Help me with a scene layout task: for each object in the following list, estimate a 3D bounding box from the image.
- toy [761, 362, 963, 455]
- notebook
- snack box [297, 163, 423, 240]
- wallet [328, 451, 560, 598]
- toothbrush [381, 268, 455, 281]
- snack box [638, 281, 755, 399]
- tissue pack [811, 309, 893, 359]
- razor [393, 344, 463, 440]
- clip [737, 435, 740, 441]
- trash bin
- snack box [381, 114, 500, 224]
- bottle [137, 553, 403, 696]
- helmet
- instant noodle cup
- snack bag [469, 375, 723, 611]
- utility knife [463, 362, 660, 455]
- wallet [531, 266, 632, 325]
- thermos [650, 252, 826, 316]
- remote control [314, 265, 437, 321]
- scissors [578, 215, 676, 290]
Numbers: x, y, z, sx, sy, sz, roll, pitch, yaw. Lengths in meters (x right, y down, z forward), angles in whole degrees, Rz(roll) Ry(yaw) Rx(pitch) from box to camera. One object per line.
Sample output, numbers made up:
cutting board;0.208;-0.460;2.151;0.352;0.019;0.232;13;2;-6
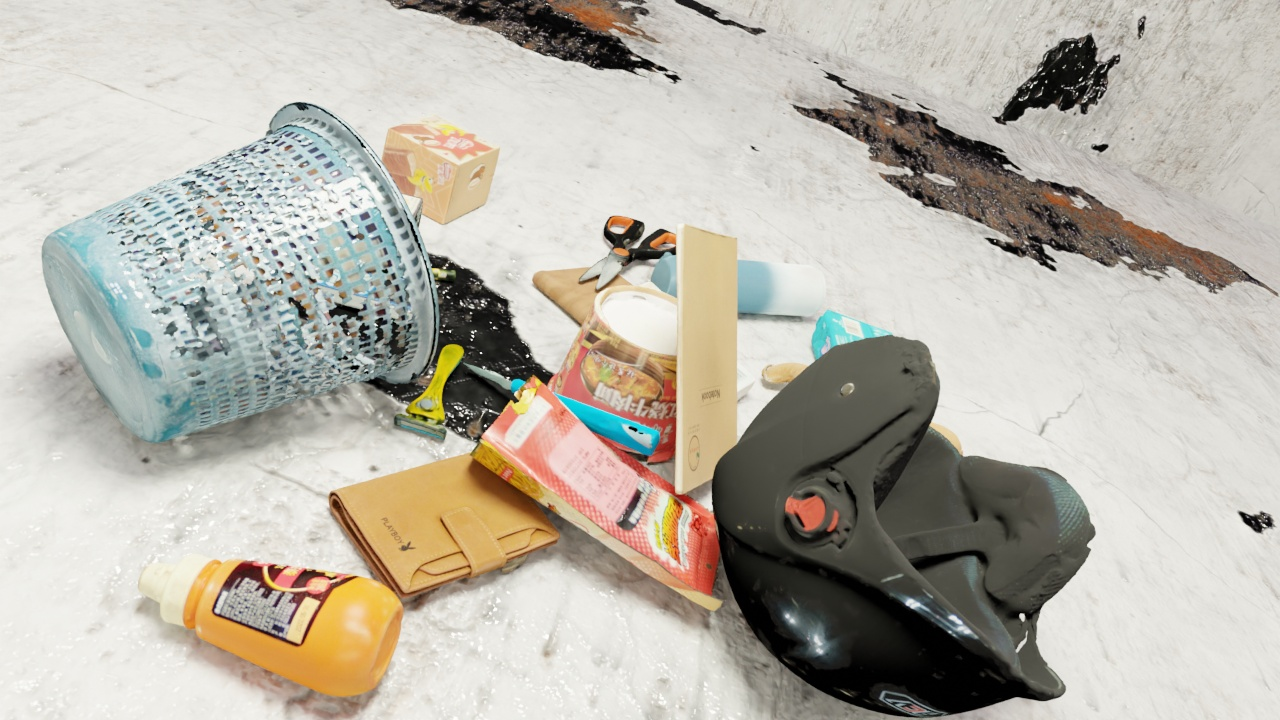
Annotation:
toy;0.202;0.060;0.896;0.226;0.083;0.143;35;31;26
notebook;0.058;-0.004;0.763;0.008;0.207;0.147;1;3;23
snack box;-0.287;-0.145;0.911;0.125;0.053;0.113;12;26;-10
wallet;-0.137;0.113;0.650;0.131;0.031;0.108;-12;44;-42
toothbrush;-0.271;-0.092;0.892;0.185;0.012;0.017;3;26;-27
snack box;0.036;-0.012;0.924;0.157;0.027;0.084;43;37;16
tissue pack;0.245;0.004;1.026;0.093;0.050;0.133;18;32;-10
razor;-0.170;0.017;0.779;0.043;0.028;0.132;15;30;-4
clip;0.084;0.076;0.851;0.056;0.026;0.024;33;28;34
trash bin;-0.290;-0.048;0.652;0.226;0.227;0.194;39;48;25
snack box;-0.229;-0.220;1.046;0.094;0.077;0.092;29;32;10
bottle;-0.216;0.145;0.530;0.149;0.067;0.066;15;32;2
helmet;0.168;0.125;0.635;0.233;0.231;0.274;34;30;-30
instant noodle cup;-0.005;0.005;0.817;0.138;0.109;0.137;15;32;-10
snack bag;-0.021;0.098;0.695;0.208;0.073;0.128;36;20;-6
utility knife;-0.070;0.037;0.772;0.203;0.034;0.018;20;69;26
wallet;-0.044;-0.069;0.991;0.115;0.020;0.101;-13;45;-47
thermos;0.114;-0.085;1.069;0.220;0.070;0.070;0;38;-30
remote control;-0.253;-0.064;0.849;0.125;0.024;0.049;15;33;-9
scissors;-0.033;-0.128;1.076;0.161;0.022;0.233;34;33;31
